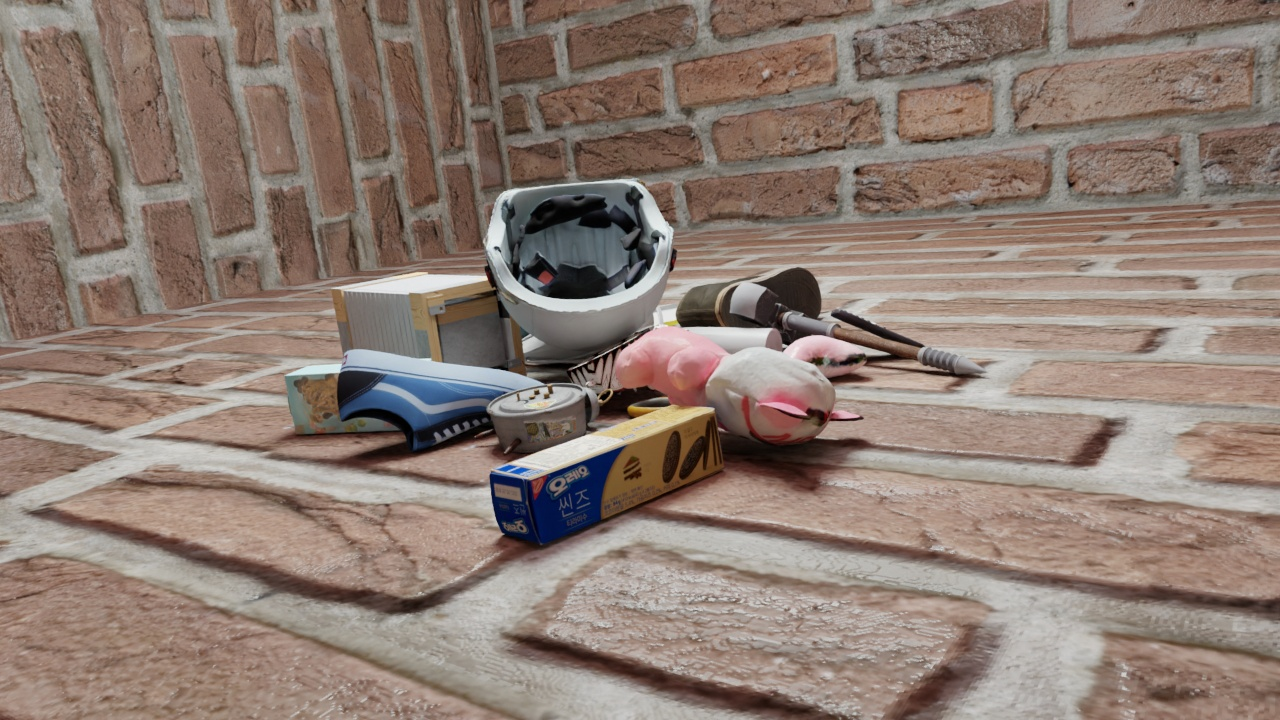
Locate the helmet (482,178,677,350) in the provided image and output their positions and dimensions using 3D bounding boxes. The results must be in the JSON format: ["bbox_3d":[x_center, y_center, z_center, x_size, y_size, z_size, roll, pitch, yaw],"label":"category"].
[{"bbox_3d":[-0.075,-0.105,1.171,0.236,0.164,0.263,-10,46,-7],"label":"helmet"}]

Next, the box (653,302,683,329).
[{"bbox_3d":[0.110,-0.077,1.506,0.209,0.039,0.130,-14,23,-28],"label":"box"}]

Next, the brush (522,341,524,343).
[{"bbox_3d":[-0.133,-0.033,1.483,0.217,0.012,0.033,-11,13,-26],"label":"brush"}]

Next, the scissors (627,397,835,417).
[{"bbox_3d":[0.091,0.048,0.983,0.161,0.016,0.226,-18,16,-41],"label":"scissors"}]

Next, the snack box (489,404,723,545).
[{"bbox_3d":[-0.022,0.090,0.759,0.206,0.057,0.056,-17,13,-39],"label":"snack box"}]

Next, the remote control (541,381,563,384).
[{"bbox_3d":[-0.156,0.045,1.090,0.136,0.032,0.015,-5,2,10],"label":"remote control"}]

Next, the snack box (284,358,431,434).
[{"bbox_3d":[-0.326,0.043,1.081,0.175,0.075,0.053,-3,14,14],"label":"snack box"}]

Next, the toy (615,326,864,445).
[{"bbox_3d":[0.090,0.026,0.859,0.213,0.084,0.142,18,-5,39],"label":"toy"}]

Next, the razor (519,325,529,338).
[{"bbox_3d":[-0.180,-0.051,1.368,0.052,0.047,0.142,6,29,41],"label":"razor"}]

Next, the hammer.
[{"bbox_3d":[0.268,-0.026,1.116,0.323,0.043,0.156,19,-5,43],"label":"hammer"}]

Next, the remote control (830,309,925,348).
[{"bbox_3d":[0.298,-0.038,1.145,0.124,0.009,0.046,23,-2,0],"label":"remote control"}]

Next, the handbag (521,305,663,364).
[{"bbox_3d":[-0.094,-0.032,1.369,0.223,0.095,0.215,-14,7,29],"label":"handbag"}]

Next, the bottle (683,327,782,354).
[{"bbox_3d":[0.085,-0.017,1.198,0.196,0.052,0.052,2,15,34],"label":"bottle"}]

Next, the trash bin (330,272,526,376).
[{"bbox_3d":[-0.298,-0.040,1.283,0.142,0.142,0.247,-18,17,-42],"label":"trash bin"}]

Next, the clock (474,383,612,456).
[{"bbox_3d":[-0.093,0.053,0.960,0.147,0.056,0.104,-16,16,-29],"label":"clock"}]

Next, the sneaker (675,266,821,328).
[{"bbox_3d":[0.172,-0.085,1.397,0.234,0.095,0.120,-18,11,-36],"label":"sneaker"}]

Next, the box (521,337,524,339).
[{"bbox_3d":[-0.285,-0.040,1.455,0.232,0.048,0.092,-4,11,36],"label":"box"}]

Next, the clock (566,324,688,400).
[{"bbox_3d":[-0.007,0.006,1.071,0.154,0.065,0.115,-29,4,-20],"label":"clock"}]

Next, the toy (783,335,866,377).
[{"bbox_3d":[0.204,-0.004,1.082,0.102,0.050,0.093,-5,8,-13],"label":"toy"}]

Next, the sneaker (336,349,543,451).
[{"bbox_3d":[-0.209,0.058,1.004,0.241,0.098,0.084,10,-18,-21],"label":"sneaker"}]
